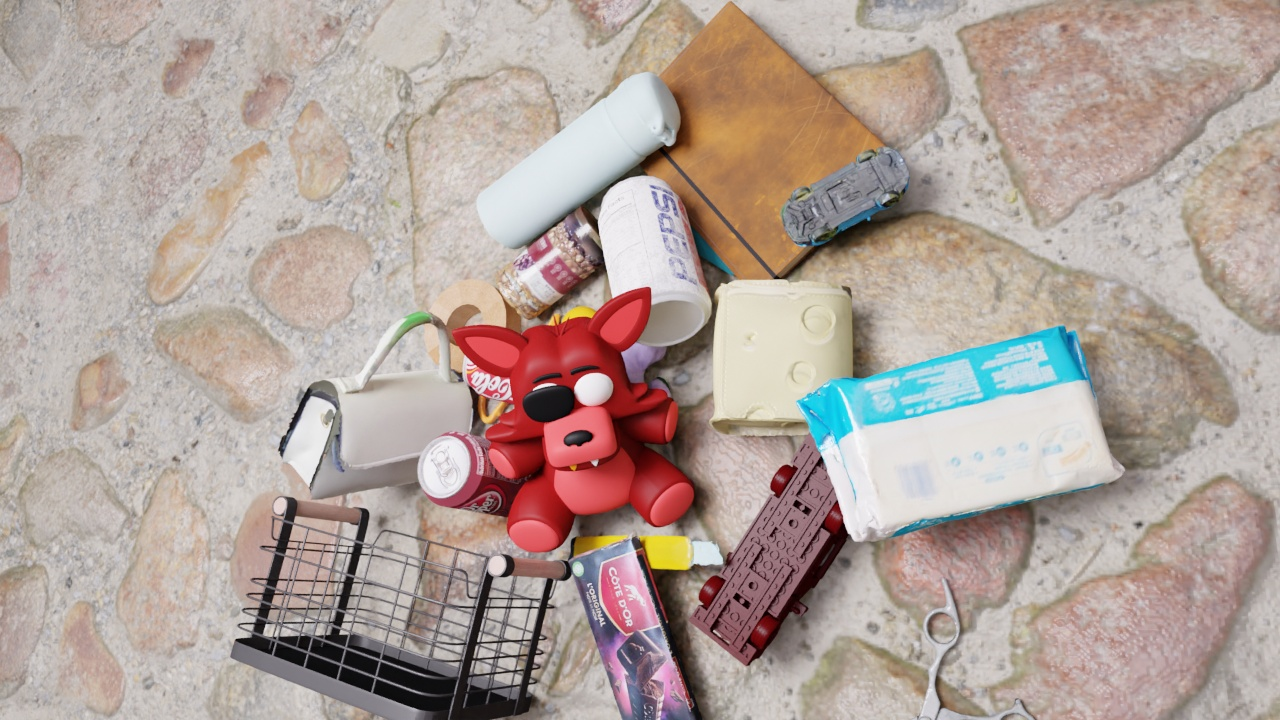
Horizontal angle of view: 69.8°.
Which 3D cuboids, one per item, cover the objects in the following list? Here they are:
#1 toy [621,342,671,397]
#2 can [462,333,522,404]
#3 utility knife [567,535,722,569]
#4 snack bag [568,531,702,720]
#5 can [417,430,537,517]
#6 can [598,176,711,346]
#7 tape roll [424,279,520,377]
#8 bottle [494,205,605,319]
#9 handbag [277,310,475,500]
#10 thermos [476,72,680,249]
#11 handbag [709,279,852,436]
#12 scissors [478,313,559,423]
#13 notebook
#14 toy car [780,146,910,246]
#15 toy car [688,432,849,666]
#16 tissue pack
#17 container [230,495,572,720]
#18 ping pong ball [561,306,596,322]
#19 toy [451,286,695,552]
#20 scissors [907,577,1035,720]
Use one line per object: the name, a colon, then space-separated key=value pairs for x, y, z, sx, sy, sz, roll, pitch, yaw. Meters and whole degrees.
toy: x=-0.005 y=0.005 z=0.808 sx=0.080 sy=0.036 sz=0.099 roll=18 pitch=87 yaw=16
can: x=-0.100 y=0.010 z=0.820 sx=0.105 sy=0.064 sz=0.064 roll=13 pitch=82 yaw=13
utility knife: x=-0.001 y=0.157 z=0.745 sx=0.176 sy=0.017 sz=0.030 roll=-12 pitch=79 yaw=48
snack bag: x=-0.005 y=0.222 z=0.735 sx=0.075 sy=0.018 sz=0.155 roll=-28 pitch=77 yaw=35
can: x=-0.138 y=0.100 z=0.797 sx=0.063 sy=0.114 sz=0.063 roll=-7 pitch=74 yaw=23
can: x=0.010 y=-0.085 z=0.780 sx=0.078 sy=0.078 sz=0.136 roll=-24 pitch=55 yaw=17
tape roll: x=-0.164 y=-0.030 z=0.892 sx=0.094 sy=0.027 sz=0.094 roll=-7 pitch=74 yaw=23
bottle: x=-0.079 y=-0.090 z=0.854 sx=0.105 sy=0.056 sz=0.056 roll=-37 pitch=65 yaw=12
handbag: x=-0.214 y=0.038 z=0.806 sx=0.074 sy=0.151 sz=0.176 roll=41 pitch=114 yaw=27
thermos: x=-0.057 y=-0.183 z=0.848 sx=0.207 sy=0.065 sz=0.077 roll=-32 pitch=58 yaw=23
handbag: x=0.112 y=-0.003 z=0.731 sx=0.111 sy=0.081 sz=0.119 roll=0 pitch=73 yaw=11
scissors: x=-0.098 y=0.015 z=0.859 sx=0.073 sy=0.012 sz=0.131 roll=38 pitch=92 yaw=24
notebook: x=0.091 y=-0.180 z=0.812 sx=0.179 sy=0.014 sz=0.249 roll=-44 pitch=64 yaw=14
toy car: x=0.165 y=-0.128 z=0.734 sx=0.105 sy=0.032 sz=0.048 roll=-30 pitch=68 yaw=19
toy car: x=0.111 y=0.144 z=0.702 sx=0.070 sy=0.062 sz=0.170 roll=33 pitch=91 yaw=28
tissue pack: x=0.222 y=0.053 z=0.642 sx=0.209 sy=0.066 sz=0.117 roll=-12 pitch=71 yaw=-4
container: x=-0.198 y=0.205 z=0.769 sx=0.242 sy=0.162 sz=0.130 roll=8 pitch=80 yaw=26
ping pong ball: x=-0.052 y=-0.029 z=0.834 sx=0.040 sy=0.040 sz=0.040 roll=-7 pitch=74 yaw=23
toy: x=-0.048 y=0.048 z=0.729 sx=0.158 sy=0.197 sz=0.120 roll=-11 pitch=31 yaw=0
scissors: x=0.208 y=0.243 z=0.660 sx=0.142 sy=0.014 sz=0.171 roll=-5 pitch=73 yaw=20
